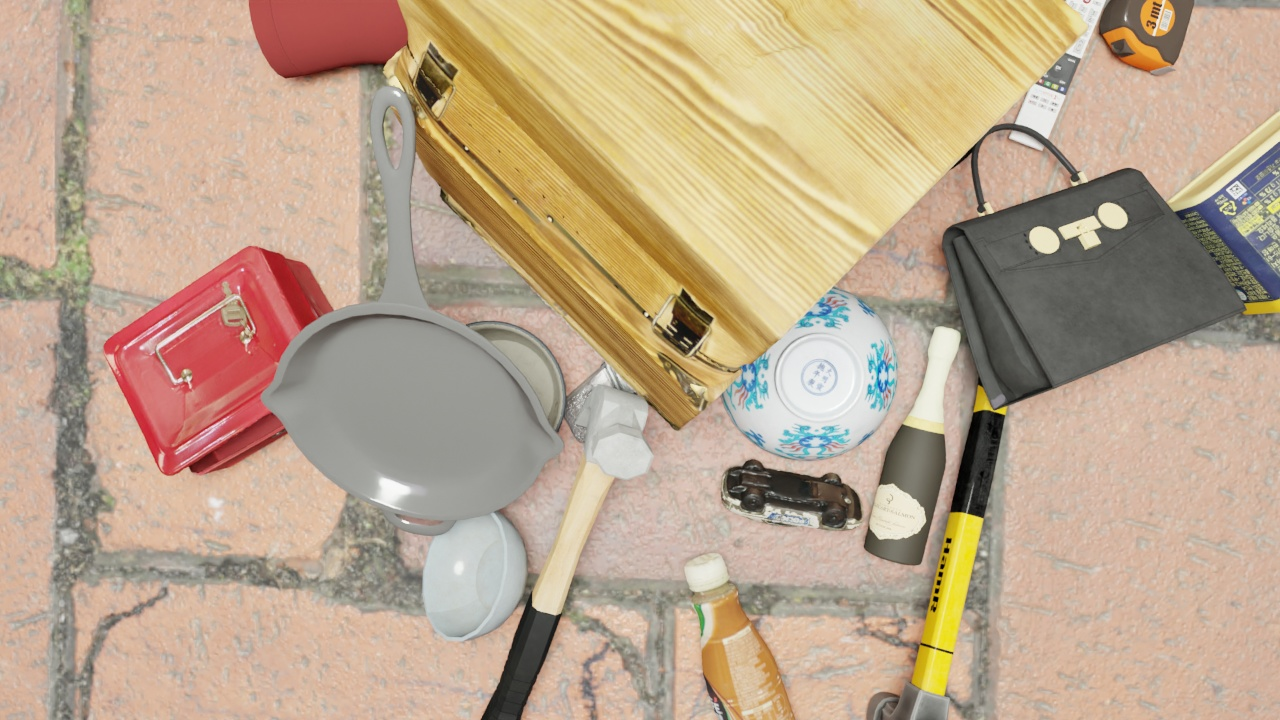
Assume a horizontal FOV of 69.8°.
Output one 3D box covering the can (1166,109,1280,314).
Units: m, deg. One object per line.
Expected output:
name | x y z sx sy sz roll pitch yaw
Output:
can | 0.481 -0.117 0.679 0.135 0.075 0.104 -40 88 4

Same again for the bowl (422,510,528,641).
bowl | -0.125 0.167 0.723 0.107 0.039 0.106 -18 62 39

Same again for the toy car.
toy car | 0.119 0.112 0.724 0.113 0.048 0.041 10 125 2

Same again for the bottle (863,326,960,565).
bottle | 0.218 0.065 0.715 0.045 0.045 0.184 13 94 2

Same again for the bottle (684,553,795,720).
bottle | 0.075 0.235 0.724 0.059 0.059 0.167 -19 92 3

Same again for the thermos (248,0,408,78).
thermos | -0.187 -0.281 0.695 0.199 0.083 0.108 -7 111 5

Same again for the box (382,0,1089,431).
box | 0.016 -0.135 0.591 0.285 0.337 0.279 -44 87 -10

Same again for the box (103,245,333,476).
box | -0.314 0.003 0.723 0.158 0.097 0.129 -29 86 7

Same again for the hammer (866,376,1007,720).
hammer | 0.238 0.145 0.684 0.034 0.170 0.324 16 81 2

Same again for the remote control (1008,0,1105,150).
remote control | 0.322 -0.225 0.712 0.028 0.011 0.124 22 94 2

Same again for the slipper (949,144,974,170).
slipper | 0.239 -0.270 0.688 0.108 0.083 0.266 8 110 -35

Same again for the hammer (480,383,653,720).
hammer | -0.067 0.173 0.704 0.039 0.131 0.329 18 105 -12

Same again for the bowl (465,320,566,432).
bowl | -0.112 0.026 0.723 0.115 0.059 0.115 0 93 3

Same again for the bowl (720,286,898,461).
bowl | 0.132 0.011 0.702 0.144 0.074 0.144 0 93 3

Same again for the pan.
pan | -0.154 -0.013 0.616 0.216 0.024 0.355 9 127 3

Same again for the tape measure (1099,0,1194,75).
tape measure | 0.380 -0.254 0.697 0.058 0.038 0.058 12 94 -12

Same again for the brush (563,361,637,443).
brush | -0.004 0.004 0.739 0.151 0.012 0.039 -42 91 5

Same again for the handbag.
handbag | 0.308 -0.088 0.678 0.175 0.072 0.195 -19 80 -16
